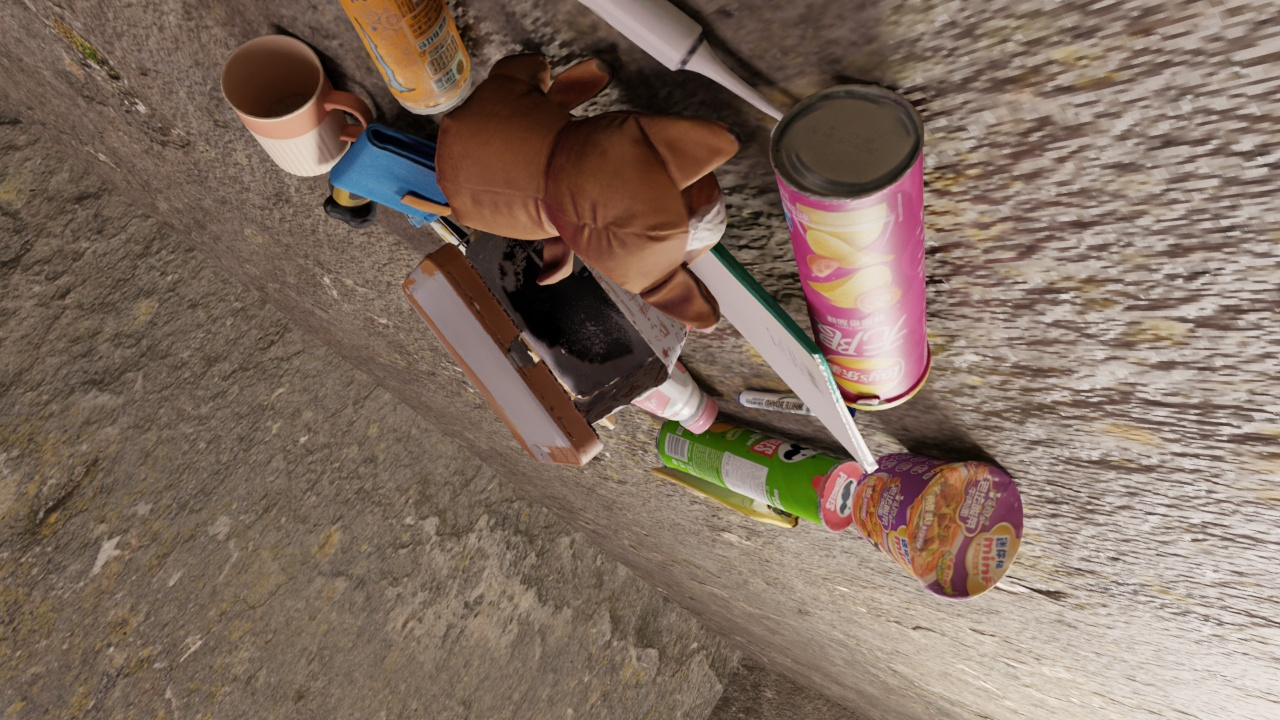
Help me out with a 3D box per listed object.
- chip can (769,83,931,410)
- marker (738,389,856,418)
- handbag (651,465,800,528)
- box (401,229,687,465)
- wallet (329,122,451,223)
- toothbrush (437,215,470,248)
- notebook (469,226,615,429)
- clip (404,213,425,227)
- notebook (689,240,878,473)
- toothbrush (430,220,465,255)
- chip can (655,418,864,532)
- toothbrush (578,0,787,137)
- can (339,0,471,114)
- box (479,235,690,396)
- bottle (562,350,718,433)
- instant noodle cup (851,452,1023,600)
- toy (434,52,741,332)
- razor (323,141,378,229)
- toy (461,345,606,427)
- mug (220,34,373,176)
[{"bbox_3d":[0.120,-0.050,0.501,0.071,0.071,0.211,25,161,29],"label":"chip can"},{"bbox_3d":[0.136,0.039,0.823,0.017,0.016,0.146,42,162,-26],"label":"marker"},{"bbox_3d":[0.121,0.151,1.124,0.163,0.063,0.178,21,175,37],"label":"handbag"},{"bbox_3d":[-0.085,-0.018,0.678,0.151,0.168,0.182,-33,104,26],"label":"box"},{"bbox_3d":[-0.209,-0.162,0.810,0.106,0.040,0.133,19,166,-28],"label":"wallet"},{"bbox_3d":[-0.161,-0.105,0.968,0.026,0.027,0.212,-32,122,23],"label":"toothbrush"},{"bbox_3d":[-0.099,-0.034,0.929,0.207,0.008,0.147,45,-162,-35],"label":"notebook"},{"bbox_3d":[-0.246,-0.165,0.960,0.028,0.024,0.057,6,144,52],"label":"clip"},{"bbox_3d":[0.073,-0.029,0.603,0.209,0.012,0.150,53,180,40],"label":"notebook"},{"bbox_3d":[-0.164,-0.092,1.019,0.191,0.018,0.016,42,161,-32],"label":"toothbrush"},{"bbox_3d":[0.118,0.108,0.957,0.236,0.072,0.072,15,155,48],"label":"chip can"},{"bbox_3d":[0.001,-0.173,0.459,0.221,0.026,0.026,35,131,-5],"label":"toothbrush"},{"bbox_3d":[-0.151,-0.219,0.560,0.058,0.058,0.146,28,163,19],"label":"can"},{"bbox_3d":[-0.059,-0.051,0.796,0.201,0.099,0.095,32,165,5],"label":"box"},{"bbox_3d":[-0.005,0.005,0.917,0.197,0.068,0.068,37,164,-22],"label":"bottle"},{"bbox_3d":[0.232,0.124,0.742,0.111,0.111,0.099,40,172,-22],"label":"instant noodle cup"},{"bbox_3d":[-0.024,-0.105,0.543,0.200,0.130,0.140,27,135,39],"label":"toy"},{"bbox_3d":[-0.292,-0.185,0.944,0.067,0.062,0.168,66,157,3],"label":"razor"},{"bbox_3d":[-0.124,0.001,1.097,0.226,0.082,0.143,31,-176,-2],"label":"toy"},{"bbox_3d":[-0.294,-0.220,0.814,0.114,0.081,0.106,9,164,0],"label":"mug"}]
